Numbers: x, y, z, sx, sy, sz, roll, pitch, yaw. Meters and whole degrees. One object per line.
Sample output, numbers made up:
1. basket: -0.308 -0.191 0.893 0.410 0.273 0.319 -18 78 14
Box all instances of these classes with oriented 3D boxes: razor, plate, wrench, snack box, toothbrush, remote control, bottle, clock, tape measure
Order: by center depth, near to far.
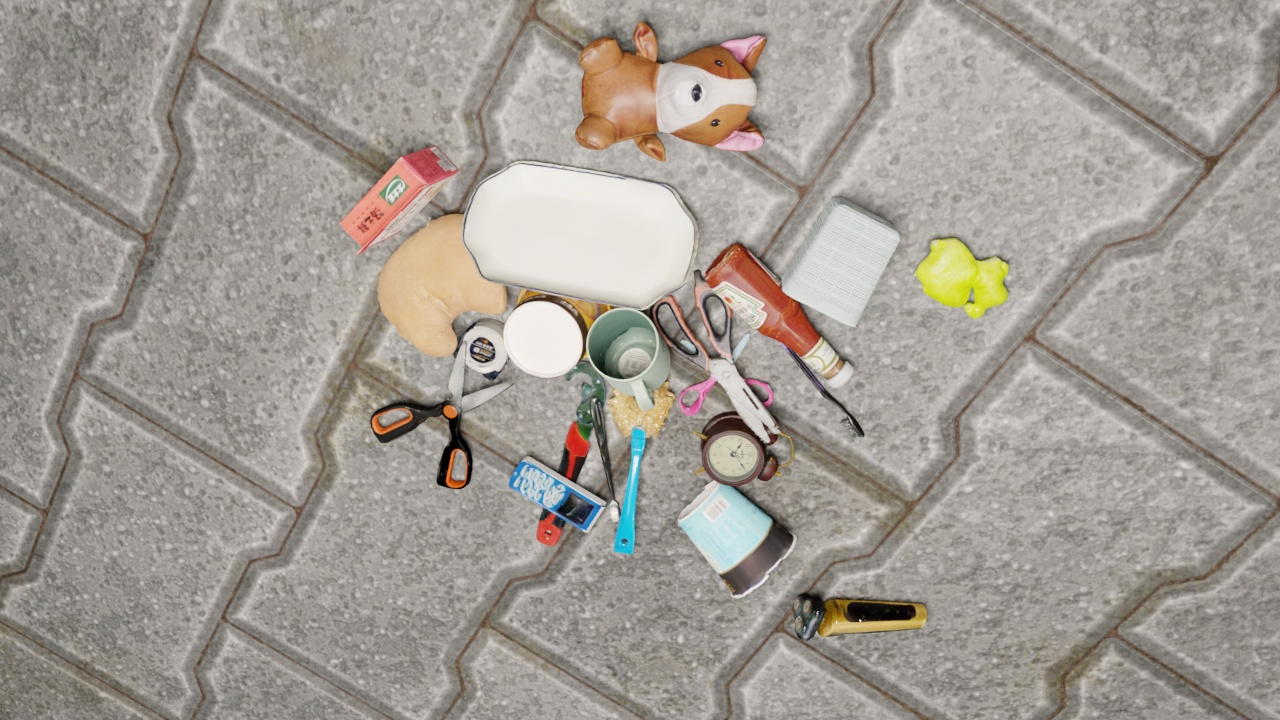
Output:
1. plate: -0.068 -0.138 1.039 0.266 0.034 0.161 10 70 4
2. snack box: -0.277 -0.184 1.043 0.113 0.127 0.044 -40 100 20
3. bottle: 0.163 -0.047 1.055 0.206 0.059 0.060 43 111 -9
4. toothbrush: 0.206 0.025 1.099 0.017 0.014 0.189 -36 101 32
5. clock: 0.126 0.109 1.122 0.122 0.055 0.082 -1 109 8
6. tape measure: -0.191 -0.017 1.141 0.066 0.033 0.066 35 115 -5
7. toothbrush: -0.045 0.128 1.172 0.016 0.018 0.181 -6 113 6
8. razor: 0.282 0.328 1.180 0.167 0.062 0.068 -2 140 5
9. remote control: -0.107 0.172 1.184 0.125 0.024 0.049 32 112 -2
10. wrench: -0.092 0.127 1.187 0.056 0.016 0.274 16 112 4

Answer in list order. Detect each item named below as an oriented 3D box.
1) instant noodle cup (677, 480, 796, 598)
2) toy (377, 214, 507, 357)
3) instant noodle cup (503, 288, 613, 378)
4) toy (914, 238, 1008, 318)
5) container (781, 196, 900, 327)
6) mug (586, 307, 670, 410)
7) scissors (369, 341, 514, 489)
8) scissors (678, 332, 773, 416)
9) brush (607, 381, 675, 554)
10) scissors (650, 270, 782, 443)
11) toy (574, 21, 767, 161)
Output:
1. instant noodle cup: 0.113 0.215 1.145 0.120 0.111 0.111 45 111 1
2. toy: -0.213 -0.109 1.090 0.226 0.082 0.143 -37 98 14
3. instant noodle cup: -0.100 -0.041 1.073 0.118 0.114 0.118 4 111 9
4. toy: 0.357 -0.090 1.020 0.100 0.031 0.097 -4 112 11
5. container: 0.220 -0.112 1.006 0.090 0.090 0.112 26 110 -1
6. mug: -0.006 0.006 1.050 0.082 0.106 0.111 -21 74 4
7. scissors: -0.249 0.077 1.182 0.221 0.021 0.228 -5 116 17
8. scissors: 0.098 0.022 1.116 0.133 0.017 0.135 40 112 -1
9. brush: -0.009 0.129 1.153 0.083 0.045 0.255 7 106 3
10. scissors: 0.102 -0.006 1.081 0.205 0.015 0.199 16 100 12
11. toy: 0.033 -0.280 0.962 0.199 0.130 0.140 3 105 -1
